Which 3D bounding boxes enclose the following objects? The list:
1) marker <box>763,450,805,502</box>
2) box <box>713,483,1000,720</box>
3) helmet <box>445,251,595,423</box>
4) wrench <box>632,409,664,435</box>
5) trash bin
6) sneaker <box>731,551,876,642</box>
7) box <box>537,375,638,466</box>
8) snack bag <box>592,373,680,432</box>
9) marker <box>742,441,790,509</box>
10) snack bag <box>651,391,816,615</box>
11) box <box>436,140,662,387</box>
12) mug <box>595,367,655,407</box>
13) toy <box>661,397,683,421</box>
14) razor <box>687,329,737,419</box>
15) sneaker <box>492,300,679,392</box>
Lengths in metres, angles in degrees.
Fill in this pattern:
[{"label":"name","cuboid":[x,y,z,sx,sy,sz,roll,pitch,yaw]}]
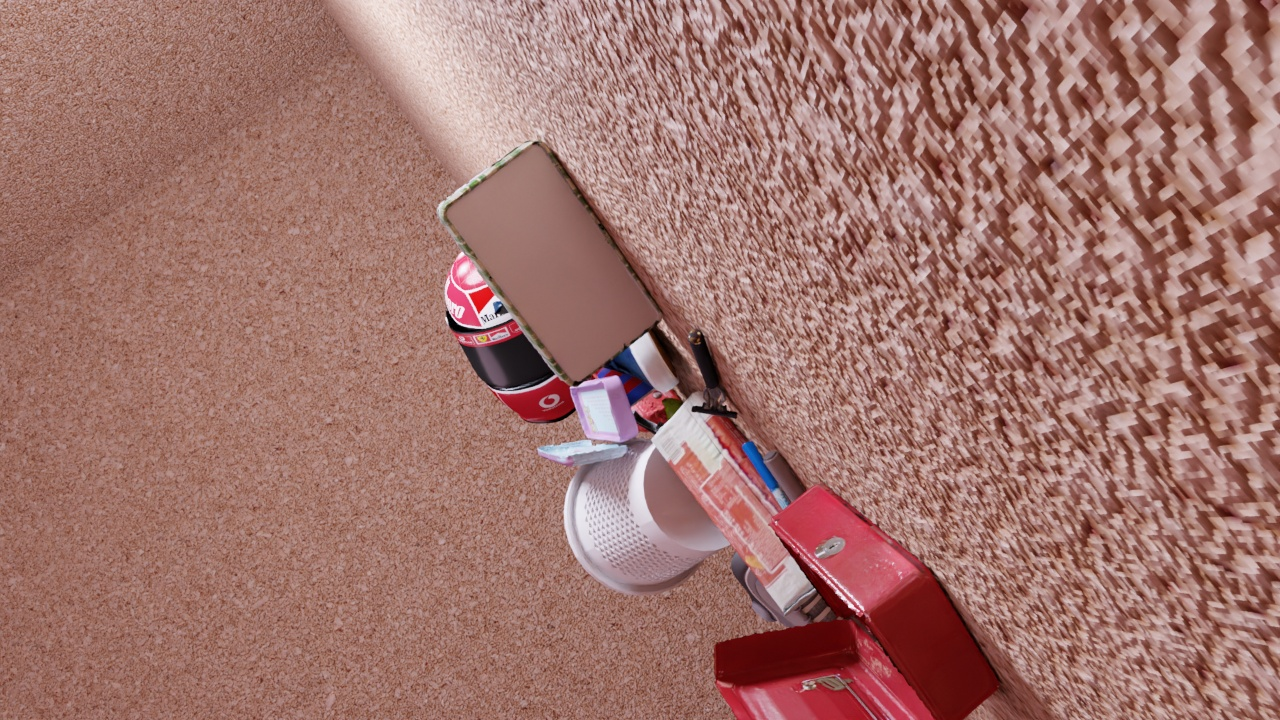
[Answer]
[{"label":"marker","cuboid":[0.149,0.136,0.798,0.140,0.016,0.016,54,176,-13]},{"label":"box","cuboid":[0.148,0.183,0.643,0.157,0.151,0.165,-144,54,-69]},{"label":"helmet","cuboid":[-0.179,-0.071,1.338,0.270,0.198,0.225,-108,-8,-49]},{"label":"wrench","cuboid":[0.069,0.132,1.236,0.070,0.010,0.273,18,163,42]},{"label":"trash bin","cuboid":[0.032,0.165,1.061,0.195,0.195,0.200,53,154,3]},{"label":"sneaker","cuboid":[0.191,0.263,0.990,0.160,0.093,0.257,41,169,29]},{"label":"box","cuboid":[-0.075,0.077,1.078,0.214,0.092,0.089,167,83,-76]},{"label":"snack bag","cuboid":[-0.013,0.031,1.251,0.176,0.082,0.082,51,175,25]},{"label":"marker","cuboid":[0.130,0.129,0.834,0.141,0.013,0.013,60,-179,39]},{"label":"snack bag","cuboid":[0.102,0.135,0.896,0.225,0.078,0.041,50,-155,24]},{"label":"box","cuboid":[-0.079,-0.086,0.828,0.205,0.117,0.050,53,171,-19]},{"label":"mug","cuboid":[-0.007,0.007,1.127,0.076,0.075,0.111,53,-159,4]},{"label":"toy","cuboid":[0.067,0.085,1.134,0.094,0.036,0.093,48,173,-24]},{"label":"razor","cuboid":[0.057,0.011,0.782,0.043,0.022,0.144,7,153,15]},{"label":"sneaker","cuboid":[-0.065,-0.034,1.026,0.294,0.127,0.121,45,172,50]}]
